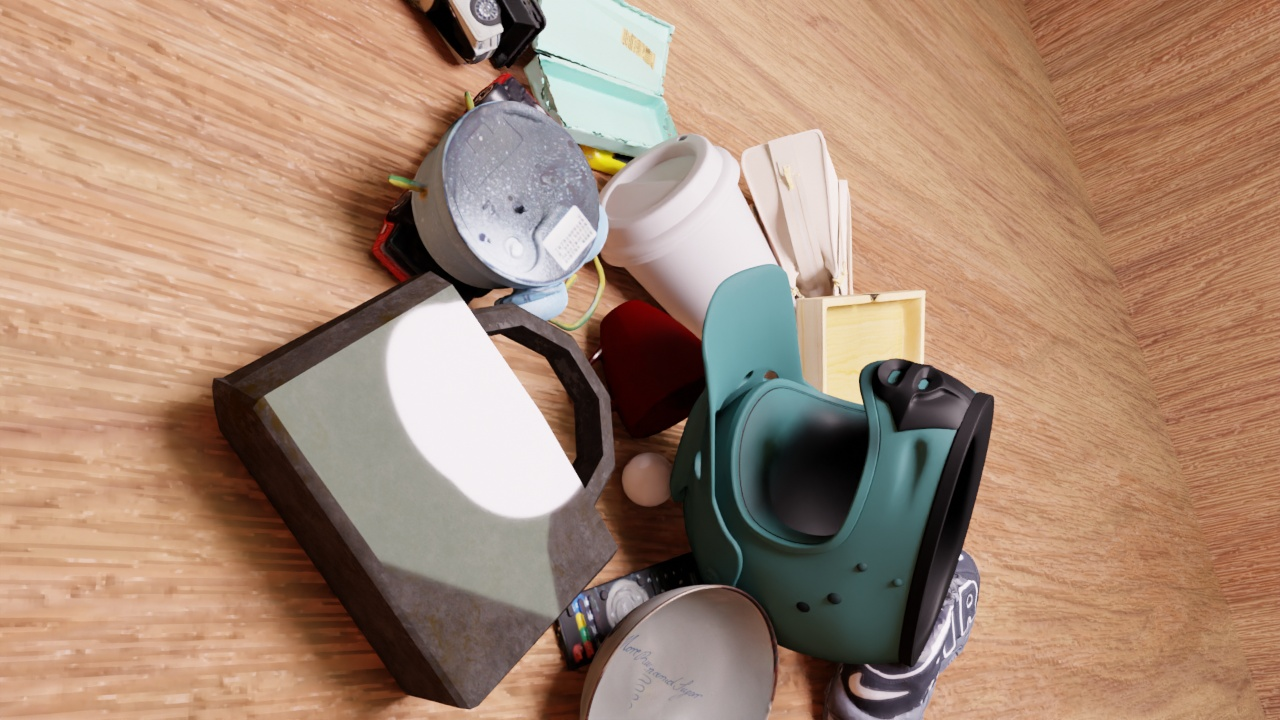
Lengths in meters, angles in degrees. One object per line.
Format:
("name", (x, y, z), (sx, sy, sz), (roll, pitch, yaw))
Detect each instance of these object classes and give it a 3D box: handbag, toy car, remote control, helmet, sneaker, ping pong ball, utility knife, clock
("handbag", (-0.100, 0.050, 0.521), (0.198, 0.103, 0.197), (-37, 101, -36))
("toy car", (-0.156, -0.306, 0.677), (0.071, 0.094, 0.192), (-35, 102, -22))
("handbag", (0.170, -0.101, 0.912), (0.194, 0.101, 0.197), (21, 56, -73))
("remote control", (-0.005, 0.172, 0.642), (0.140, 0.021, 0.045), (-7, 75, -47))
("helmet", (0.119, 0.080, 0.638), (0.175, 0.200, 0.275), (-45, 143, -41))
("sneaker", (0.241, 0.210, 0.805), (0.251, 0.097, 0.151), (-39, 141, -46))
("ping pong ball", (0.006, 0.089, 0.682), (0.040, 0.040, 0.040), (27, 52, -40))
("utility knife", (0.008, -0.176, 0.846), (0.172, 0.020, 0.028), (5, 71, -51))
("toy car", (-0.111, -0.118, 0.638), (0.081, 0.056, 0.188), (43, 53, -26))
("clock", (-0.076, -0.088, 0.588), (0.162, 0.060, 0.117), (50, 53, -24))

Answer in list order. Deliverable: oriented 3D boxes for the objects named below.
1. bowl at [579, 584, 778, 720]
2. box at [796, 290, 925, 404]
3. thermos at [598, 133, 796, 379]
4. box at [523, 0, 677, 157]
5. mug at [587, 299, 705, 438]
("bowl", (0.016, 0.209, 0.595), (0.150, 0.057, 0.151), (-6, 101, -33))
("box", (0.213, 0.061, 0.857), (0.246, 0.068, 0.253), (-9, 103, -54))
("thermos", (0.066, -0.070, 0.782), (0.222, 0.132, 0.131), (50, 39, -32))
("box", (-0.026, -0.242, 0.781), (0.186, 0.052, 0.138), (-3, 82, -57))
("mug", (-0.004, 0.004, 0.697), (0.113, 0.087, 0.088), (-23, 69, -26))
